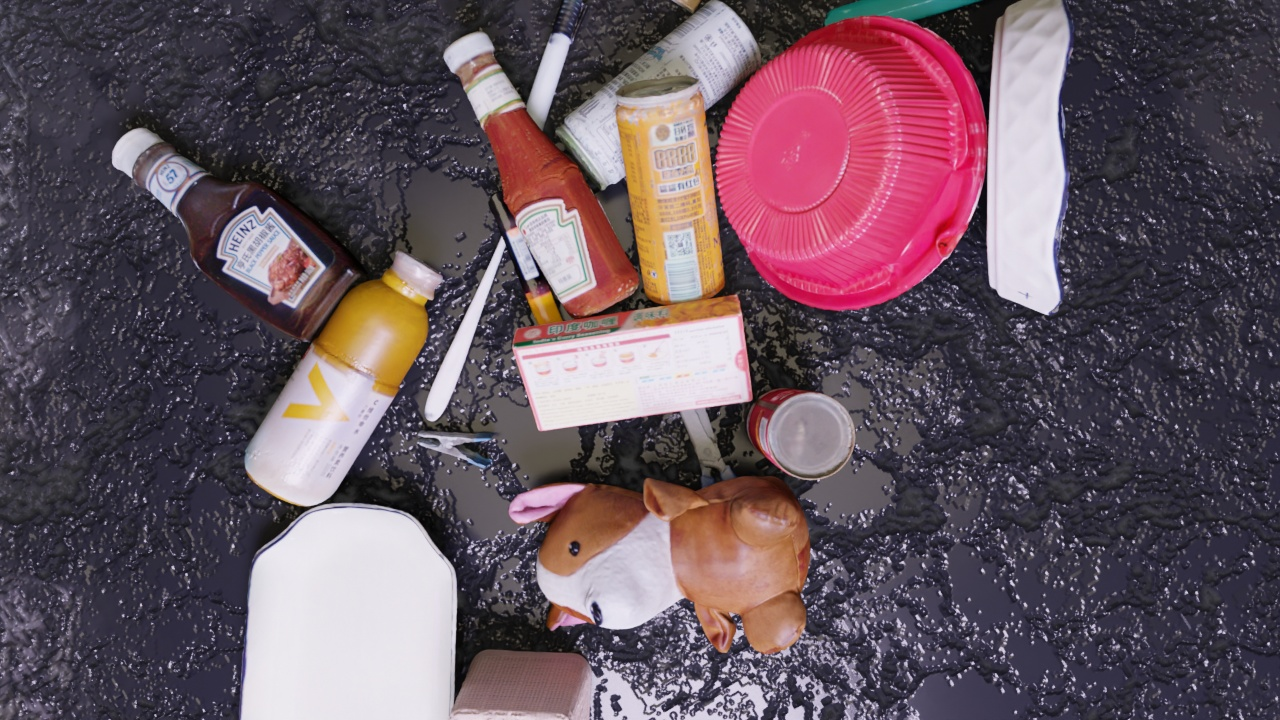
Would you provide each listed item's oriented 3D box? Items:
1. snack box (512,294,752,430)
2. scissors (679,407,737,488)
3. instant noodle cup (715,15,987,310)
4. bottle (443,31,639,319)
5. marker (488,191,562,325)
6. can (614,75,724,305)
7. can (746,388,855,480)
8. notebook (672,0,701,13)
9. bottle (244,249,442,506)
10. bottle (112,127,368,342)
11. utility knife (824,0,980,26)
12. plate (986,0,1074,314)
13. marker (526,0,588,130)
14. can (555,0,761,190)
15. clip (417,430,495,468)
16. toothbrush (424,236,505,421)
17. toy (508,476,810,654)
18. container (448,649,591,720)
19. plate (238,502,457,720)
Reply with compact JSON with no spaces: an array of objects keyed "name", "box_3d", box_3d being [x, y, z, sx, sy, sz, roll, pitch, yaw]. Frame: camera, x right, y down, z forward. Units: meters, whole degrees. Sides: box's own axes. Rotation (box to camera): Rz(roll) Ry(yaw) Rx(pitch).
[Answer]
[{"name":"snack box","box_3d":[-0.004,0.004,0.640,0.156,0.027,0.077,-8,127,6]},{"name":"scissors","box_3d":[0.043,0.080,0.673,0.173,0.012,0.125,43,91,3]},{"name":"instant noodle cup","box_3d":[0.117,-0.129,0.592,0.194,0.065,0.194,2,93,44]},{"name":"bottle","box_3d":[-0.072,-0.128,0.639,0.060,0.060,0.206,-29,97,1]},{"name":"marker","box_3d":[-0.081,-0.063,0.664,0.018,0.015,0.124,-24,99,-13]},{"name":"can","box_3d":[0.021,-0.112,0.620,0.058,0.058,0.146,-9,119,1]},{"name":"can","box_3d":[0.102,0.046,0.610,0.053,0.133,0.053,0,89,1]},{"name":"notebook","box_3d":[0.033,-0.383,0.674,0.149,0.012,0.211,33,90,0]},{"name":"bottle","box_3d":[-0.205,0.010,0.648,0.068,0.068,0.189,32,90,1]},{"name":"bottle","box_3d":[-0.293,-0.096,0.663,0.195,0.044,0.080,38,89,2]},{"name":"utility knife","box_3d":[0.208,-0.265,0.671,0.151,0.013,0.029,-15,87,3]},{"name":"plate","box_3d":[0.249,-0.132,0.585,0.046,0.204,0.205,2,90,24]},{"name":"marker","box_3d":[-0.067,-0.205,0.672,0.022,0.018,0.130,17,90,2]},{"name":"can","box_3d":[0.013,-0.187,0.650,0.147,0.058,0.058,-39,89,1]},{"name":"clip","box_3d":[-0.135,0.060,0.670,0.058,0.027,0.045,9,97,5]},{"name":"toothbrush","box_3d":[-0.121,-0.039,0.673,0.016,0.016,0.180,22,90,3]},{"name":"toy","box_3d":[0.012,0.137,0.616,0.200,0.130,0.140,-1,109,21]},{"name":"container","box_3d":[-0.083,0.259,0.624,0.090,0.111,0.090,2,90,1]},{"name":"plate","box_3d":[-0.201,0.234,0.649,0.162,0.034,0.265,-1,84,12]}]
